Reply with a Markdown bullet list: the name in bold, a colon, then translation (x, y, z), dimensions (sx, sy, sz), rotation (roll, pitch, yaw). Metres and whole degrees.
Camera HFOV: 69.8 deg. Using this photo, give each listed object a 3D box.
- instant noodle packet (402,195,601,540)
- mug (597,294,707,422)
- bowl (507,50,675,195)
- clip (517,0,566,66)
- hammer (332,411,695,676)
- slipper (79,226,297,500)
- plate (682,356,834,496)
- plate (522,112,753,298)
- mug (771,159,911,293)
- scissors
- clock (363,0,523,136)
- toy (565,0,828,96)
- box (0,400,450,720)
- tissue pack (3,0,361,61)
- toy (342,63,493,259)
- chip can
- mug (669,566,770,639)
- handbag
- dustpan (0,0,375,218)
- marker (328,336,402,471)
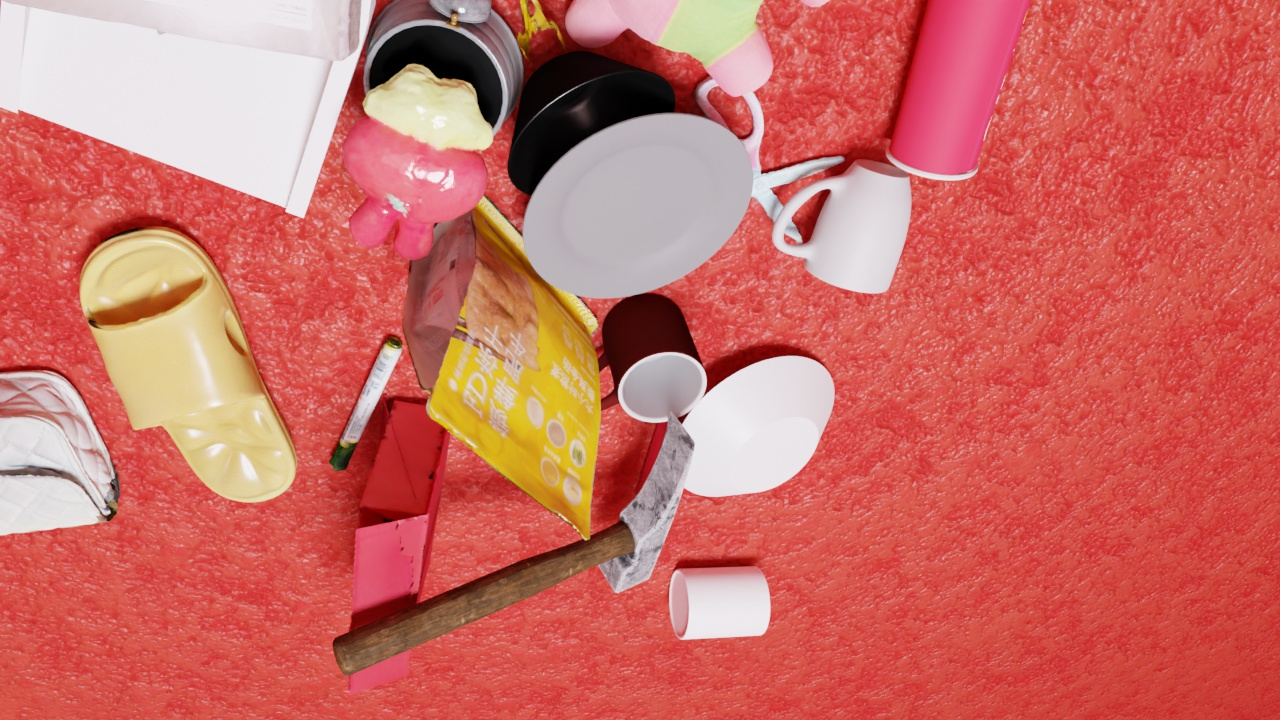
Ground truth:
- **instant noodle packet**: translation (-0.095, 0.009, 0.657), dimensions (0.084, 0.221, 0.163), rotation (-30, 127, 14)
- **mug**: translation (-0.004, 0.004, 0.763), dimensions (0.106, 0.082, 0.073), rotation (-26, 129, 8)
- **bowl**: translation (-0.043, -0.170, 0.622), dimensions (0.124, 0.052, 0.124), rotation (-25, 162, -9)
- **clip**: translation (-0.066, -0.218, 0.600), dimensions (0.048, 0.054, 0.046), rotation (23, 99, -2)
- **hammer**: translation (-0.098, 0.161, 0.742), dimensions (0.299, 0.037, 0.218), rotation (-18, 144, -29)
- **slipper**: translation (-0.344, 0.025, 0.704), dimensions (0.099, 0.078, 0.264), rotation (-12, 130, -1)
- **plate**: translation (0.115, 0.077, 0.853), dimensions (0.173, 0.036, 0.174), rotation (-16, 134, -18)
- **plate**: translation (-0.002, -0.112, 0.680), dimensions (0.178, 0.012, 0.179), rotation (-15, 145, -11)
- **mug**: translation (0.159, -0.111, 0.721), dimensions (0.107, 0.071, 0.090), rotation (7, 117, -13)
- **scissors**: translation (0.075, -0.146, 0.708), dimensions (0.170, 0.013, 0.176), rotation (-16, 130, 0)
- **clock**: translation (-0.125, -0.196, 0.593), dimensions (0.104, 0.056, 0.148), rotation (16, 128, -13)
- **toy**: translation (0.005, -0.269, 0.551), dimensions (0.236, 0.096, 0.193), rotation (30, 125, -16)
- **box**: translation (-0.302, 0.179, 0.726), dimensions (0.373, 0.148, 0.213), rotation (-15, 136, -35)
- **tissue pack**: translation (-0.240, -0.218, 0.485), dimensions (0.181, 0.071, 0.104), rotation (5, 119, -10)
- **toy**: translation (-0.145, -0.122, 0.589), dimensions (0.091, 0.045, 0.135), rotation (14, 126, -16)
- **chip can**: translation (0.232, -0.241, 0.634), dimensions (0.069, 0.069, 0.221), rotation (-3, 128, -12)
- **mug**: translation (0.080, 0.270, 1.010), dimensions (0.090, 0.073, 0.111), rotation (2, 153, -15)
- **handbag**: translation (-0.527, 0.086, 0.711), dimensions (0.194, 0.072, 0.139), rotation (-6, 130, -8)
- **dustpan**: translation (-0.259, -0.218, 0.534), dimensions (0.191, 0.053, 0.258), rotation (20, 120, -21)
- **marker**: translation (-0.233, 0.039, 0.779), dimensions (0.017, 0.017, 0.147), rotation (18, 122, -25)
